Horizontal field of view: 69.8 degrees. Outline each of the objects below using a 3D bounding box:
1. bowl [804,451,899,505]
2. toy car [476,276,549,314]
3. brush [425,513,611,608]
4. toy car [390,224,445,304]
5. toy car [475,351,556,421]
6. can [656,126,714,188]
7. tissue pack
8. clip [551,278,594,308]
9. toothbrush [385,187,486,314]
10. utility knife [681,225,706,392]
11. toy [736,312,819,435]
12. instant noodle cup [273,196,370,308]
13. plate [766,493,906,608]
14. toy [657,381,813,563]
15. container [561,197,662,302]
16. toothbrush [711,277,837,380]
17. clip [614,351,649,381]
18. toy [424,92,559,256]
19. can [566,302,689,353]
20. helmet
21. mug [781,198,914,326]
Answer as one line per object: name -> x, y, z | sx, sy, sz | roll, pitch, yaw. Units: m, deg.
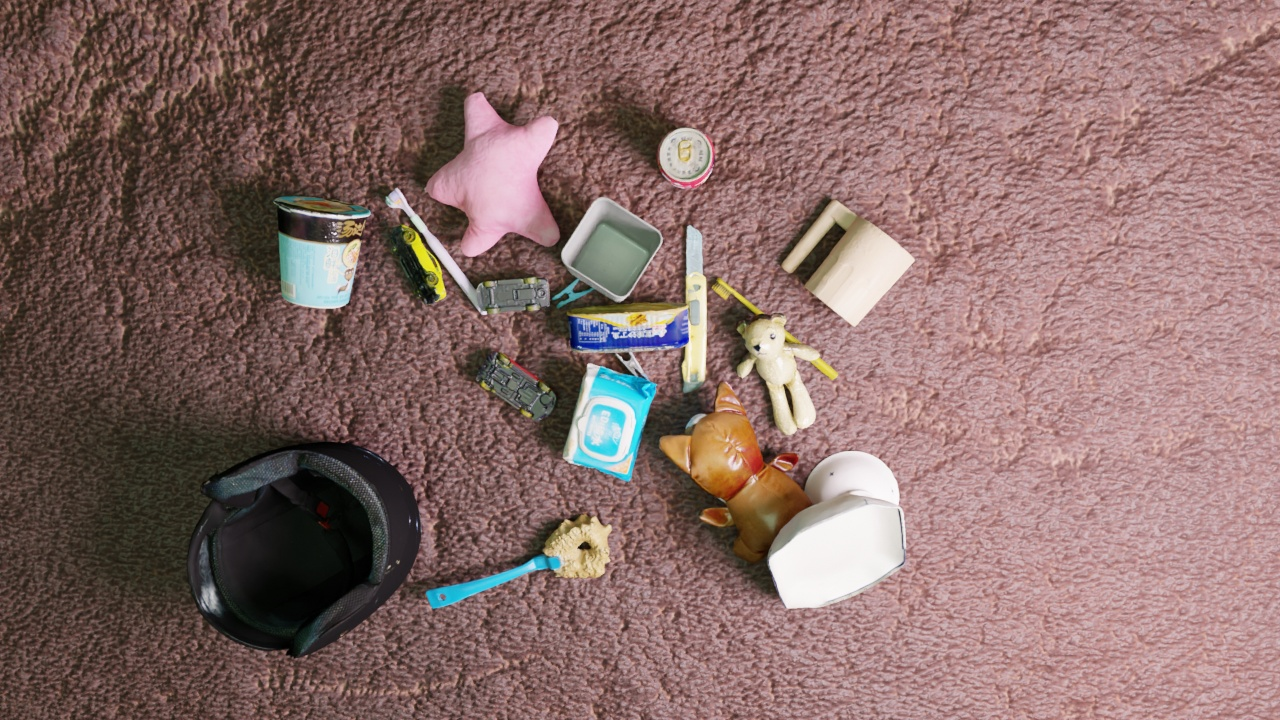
bowl -> 0.264, 0.176, 1.129 | 0.118, 0.064, 0.118 | 1, 98, 4
toy car -> -0.158, -0.081, 1.136 | 0.090, 0.035, 0.042 | -4, 96, 1
brush -> -0.153, 0.267, 1.175 | 0.254, 0.046, 0.083 | -19, 100, 1
toy car -> -0.274, -0.121, 1.136 | 0.032, 0.048, 0.105 | -30, 92, -38
toy car -> -0.154, 0.033, 1.154 | 0.106, 0.031, 0.049 | 34, 99, 0
can -> 0.053, -0.236, 1.070 | 0.066, 0.093, 0.066 | 1, 98, 4
tissue pack -> -0.038, 0.076, 1.124 | 0.090, 0.063, 0.140 | 17, 114, 3
clip -> -0.084, -0.085, 1.142 | 0.056, 0.014, 0.040 | -33, 94, 8
toothbrush -> -0.250, -0.133, 1.144 | 0.029, 0.021, 0.189 | -34, 97, 38
utility knife -> 0.066, -0.062, 1.137 | 0.031, 0.021, 0.207 | 0, 93, -2
toy -> 0.166, 0.017, 1.113 | 0.105, 0.066, 0.157 | -13, 110, 29
instant noodle cup -> -0.390, -0.130, 1.118 | 0.111, 0.111, 0.120 | 10, 107, 2
plate -> 0.228, 0.223, 1.076 | 0.162, 0.266, 0.034 | -22, 54, 4
toy -> 0.117, 0.138, 1.112 | 0.139, 0.131, 0.199 | -45, 103, -24
container -> -0.035, -0.124, 1.077 | 0.090, 0.114, 0.090 | 33, 86, -1
toothbrush -> 0.165, -0.037, 1.130 | 0.190, 0.015, 0.017 | 38, 103, -2
clip -> -0.009, 0.009, 1.145 | 0.033, 0.025, 0.057 | -35, 90, 3
toy -> -0.182, -0.224, 1.102 | 0.179, 0.074, 0.194 | -2, 94, 15
can -> -0.015, -0.040, 1.114 | 0.148, 0.074, 0.049 | -3, 101, 5
helmet -> -0.397, 0.219, 1.100 | 0.275, 0.229, 0.233 | -30, 86, 17
mug -> 0.242, -0.116, 1.088 | 0.124, 0.084, 0.103 | 43, 101, 22
